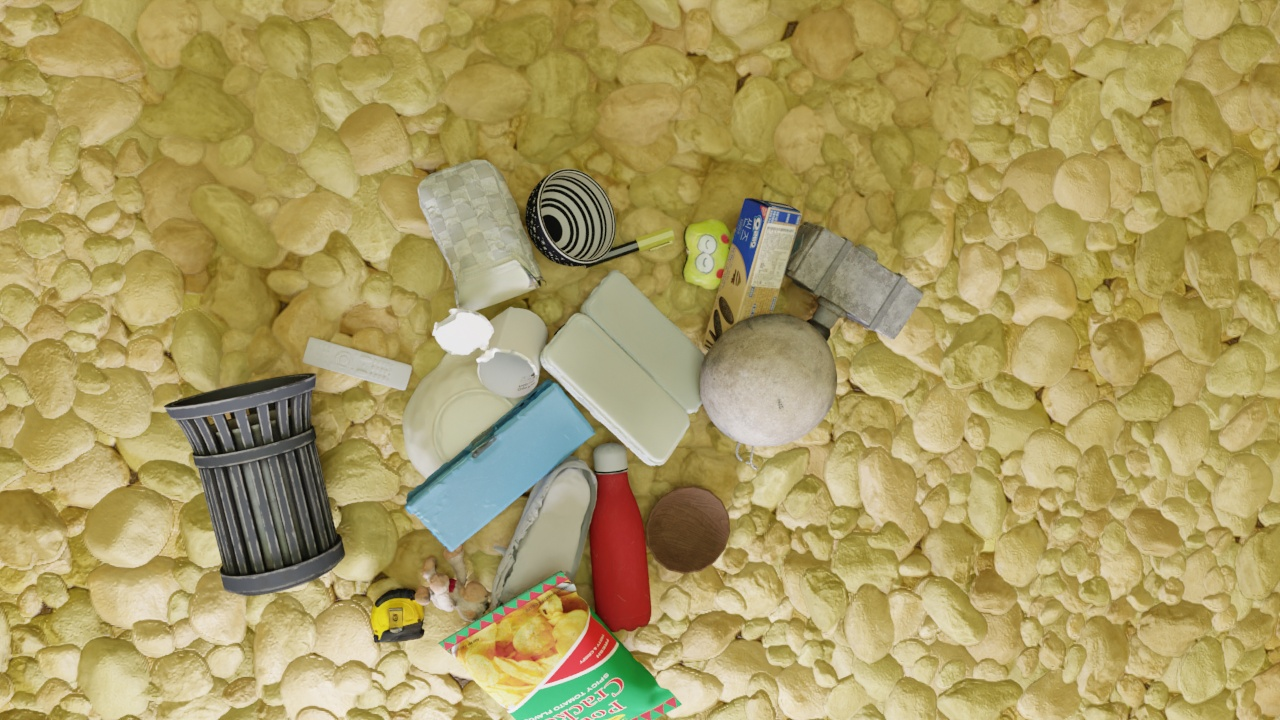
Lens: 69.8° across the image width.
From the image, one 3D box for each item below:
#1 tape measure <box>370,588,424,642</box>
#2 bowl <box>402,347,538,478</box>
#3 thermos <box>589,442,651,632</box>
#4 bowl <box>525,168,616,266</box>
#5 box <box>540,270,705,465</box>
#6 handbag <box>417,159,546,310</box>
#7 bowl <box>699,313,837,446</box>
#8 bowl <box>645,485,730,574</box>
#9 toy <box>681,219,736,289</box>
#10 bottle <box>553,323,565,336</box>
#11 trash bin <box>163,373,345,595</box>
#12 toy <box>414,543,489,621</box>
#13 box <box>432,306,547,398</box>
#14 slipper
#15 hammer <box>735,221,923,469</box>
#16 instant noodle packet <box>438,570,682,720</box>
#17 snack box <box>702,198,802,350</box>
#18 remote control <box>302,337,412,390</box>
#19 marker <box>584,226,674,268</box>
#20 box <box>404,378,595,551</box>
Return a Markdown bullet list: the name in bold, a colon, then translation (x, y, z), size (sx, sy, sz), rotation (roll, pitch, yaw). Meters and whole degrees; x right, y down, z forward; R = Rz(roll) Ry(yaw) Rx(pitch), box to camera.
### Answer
- **tape measure**: translation (-0.309, 0.324, 1.166), size (0.065, 0.037, 0.064), rotation (-2, 94, -9)
- **bowl**: translation (-0.205, 0.088, 1.159), size (0.188, 0.060, 0.219), rotation (-7, 95, -8)
- **thermos**: translation (-0.030, 0.226, 1.187), size (0.073, 0.073, 0.240), rotation (-5, 93, -9)
- **bowl**: translation (-0.097, -0.173, 1.152), size (0.120, 0.067, 0.120), rotation (11, 74, -39)
- **box**: translation (-0.006, 0.007, 1.156), size (0.209, 0.037, 0.188), rotation (46, 58, -9)
- **handbag**: translation (-0.195, -0.155, 1.119), size (0.112, 0.123, 0.171), rotation (-20, 100, 1)
- **bowl**: translation (0.166, 0.036, 1.143), size (0.178, 0.081, 0.178), rotation (-1, 107, -4)
- **bowl**: translation (0.060, 0.222, 1.219), size (0.117, 0.030, 0.118), rotation (-1, 93, -15)
- **toy**: translation (0.109, -0.138, 1.205), size (0.115, 0.046, 0.092), rotation (1, 95, -17)
- **bottle**: translation (-0.042, 0.025, 1.181), size (0.059, 0.059, 0.181), rotation (-44, 98, -5)
- **trash bin**: translation (-0.441, 0.144, 1.077), size (0.164, 0.164, 0.227), rotation (-11, 98, -8)
- **toy**: translation (-0.232, 0.294, 1.158), size (0.074, 0.085, 0.106), rotation (-36, 108, 15)
- **box**: translation (-0.179, -0.034, 1.114), size (0.080, 0.106, 0.150), rotation (-28, 123, 21)
- **slipper**: translation (-0.127, 0.234, 1.171), size (0.112, 0.074, 0.247), rotation (21, 100, -3)
- **hammer**: translation (0.211, -0.007, 1.210), size (0.177, 0.079, 0.326), rotation (29, 98, -17)
- **instant noodle packet**: translation (-0.100, 0.396, 1.158), size (0.196, 0.090, 0.253), rotation (-33, 109, 15)
- **snack box**: translation (0.141, -0.101, 1.175), size (0.056, 0.057, 0.207), rotation (4, 109, -32)
- **remote control**: translation (-0.355, 0.004, 1.154), size (0.131, 0.012, 0.033), rotation (16, 88, -9)
- **marker**: translation (-0.015, -0.145, 1.198), size (0.124, 0.017, 0.021), rotation (-20, 95, -6)
- **box**: translation (-0.171, 0.125, 1.121), size (0.231, 0.052, 0.093), rotation (-41, 114, -5)
